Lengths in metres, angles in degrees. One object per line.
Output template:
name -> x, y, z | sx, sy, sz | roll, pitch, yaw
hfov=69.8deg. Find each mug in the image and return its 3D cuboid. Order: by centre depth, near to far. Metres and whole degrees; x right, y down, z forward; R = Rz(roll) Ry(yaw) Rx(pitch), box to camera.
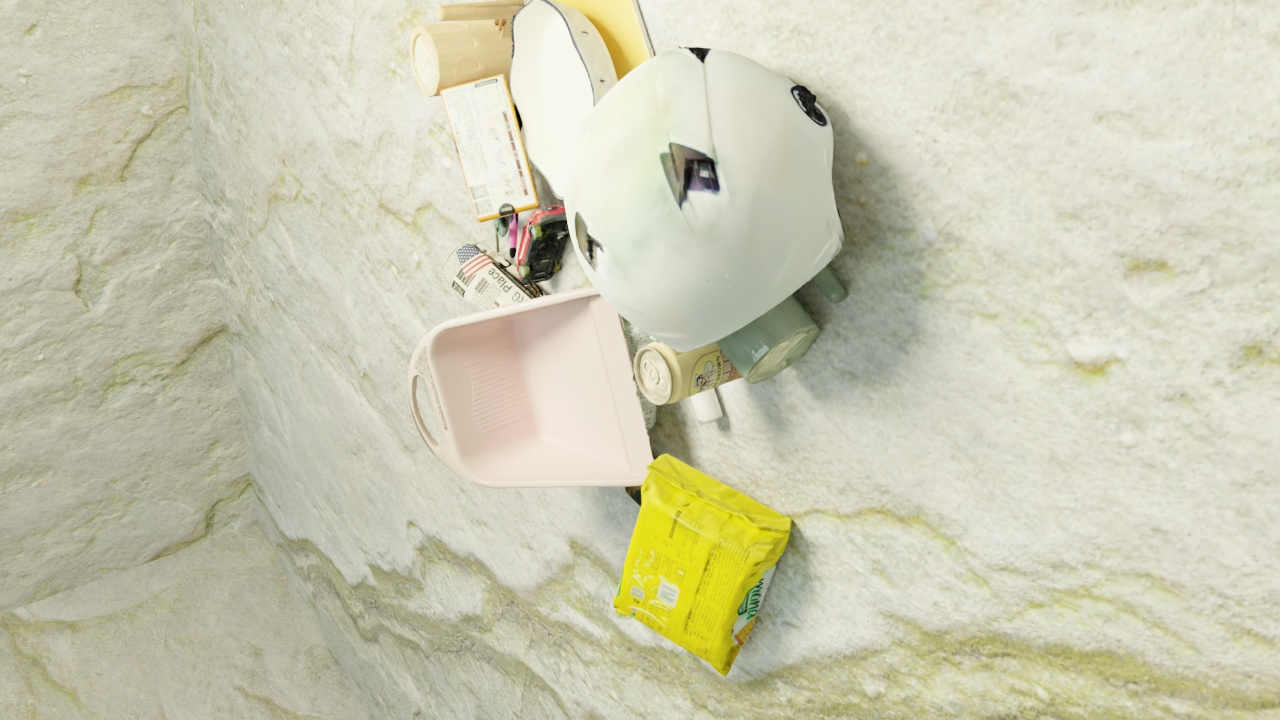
mug -> 0.108, -0.056, 0.796 | 0.124, 0.083, 0.103 | -46, 66, 27
mug -> -0.198, -0.363, 1.058 | 0.084, 0.103, 0.125 | 62, 146, 15

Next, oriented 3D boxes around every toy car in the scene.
toy car -> -0.119, -0.141, 1.096 | 0.045, 0.052, 0.121 | 62, 148, 23

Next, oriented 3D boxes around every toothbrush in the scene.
toothbrush -> 0.039, -0.042, 0.939 | 0.026, 0.027, 0.221 | -21, -87, -81
toothbrush -> -0.152, -0.219, 1.111 | 0.018, 0.014, 0.189 | -156, 68, -62

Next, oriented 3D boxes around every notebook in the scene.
notebook -> -0.042, -0.327, 0.933 | 0.146, 0.010, 0.206 | -18, 91, 57

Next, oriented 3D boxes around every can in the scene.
can -> 0.056, -0.001, 0.852 | 0.058, 0.116, 0.059 | 30, 129, 45
can -> -0.006, 0.006, 0.998 | 0.058, 0.058, 0.147 | 37, 134, 41

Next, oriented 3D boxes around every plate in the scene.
plate -> -0.077, -0.272, 0.956 | 0.205, 0.045, 0.205 | 45, 144, 46

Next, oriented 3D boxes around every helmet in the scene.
helmet -> 0.025, -0.145, 0.725 | 0.230, 0.145, 0.258 | -27, 58, 34

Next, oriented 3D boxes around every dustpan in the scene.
dustpan -> -0.132, 0.048, 1.009 | 0.274, 0.138, 0.222 | -1, 108, 51

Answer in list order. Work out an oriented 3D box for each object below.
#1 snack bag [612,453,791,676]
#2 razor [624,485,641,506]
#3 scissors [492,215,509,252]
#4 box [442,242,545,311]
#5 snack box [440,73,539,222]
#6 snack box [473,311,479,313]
snack bag -> 0.053, 0.221, 0.964 | 0.158, 0.068, 0.247 | 27, 130, 18
razor -> 0.015, 0.156, 1.041 | 0.167, 0.067, 0.062 | 41, 137, 28
scissors -> -0.179, -0.205, 1.141 | 0.181, 0.019, 0.170 | -124, 30, -61
box -> -0.190, -0.091, 1.179 | 0.163, 0.087, 0.076 | 41, 144, 27
snack box -> -0.171, -0.241, 1.046 | 0.026, 0.075, 0.154 | -102, -3, -83
snack box -> -0.214, -0.016, 1.275 | 0.051, 0.074, 0.175 | 63, 146, 12
